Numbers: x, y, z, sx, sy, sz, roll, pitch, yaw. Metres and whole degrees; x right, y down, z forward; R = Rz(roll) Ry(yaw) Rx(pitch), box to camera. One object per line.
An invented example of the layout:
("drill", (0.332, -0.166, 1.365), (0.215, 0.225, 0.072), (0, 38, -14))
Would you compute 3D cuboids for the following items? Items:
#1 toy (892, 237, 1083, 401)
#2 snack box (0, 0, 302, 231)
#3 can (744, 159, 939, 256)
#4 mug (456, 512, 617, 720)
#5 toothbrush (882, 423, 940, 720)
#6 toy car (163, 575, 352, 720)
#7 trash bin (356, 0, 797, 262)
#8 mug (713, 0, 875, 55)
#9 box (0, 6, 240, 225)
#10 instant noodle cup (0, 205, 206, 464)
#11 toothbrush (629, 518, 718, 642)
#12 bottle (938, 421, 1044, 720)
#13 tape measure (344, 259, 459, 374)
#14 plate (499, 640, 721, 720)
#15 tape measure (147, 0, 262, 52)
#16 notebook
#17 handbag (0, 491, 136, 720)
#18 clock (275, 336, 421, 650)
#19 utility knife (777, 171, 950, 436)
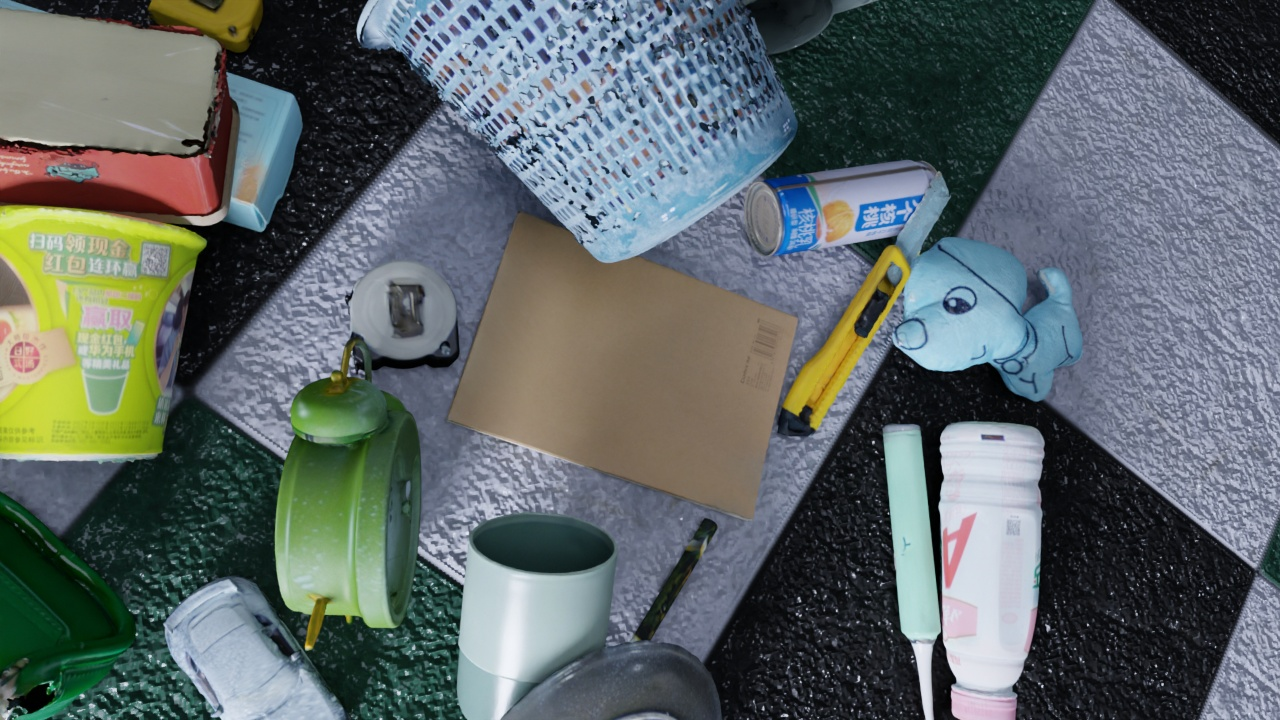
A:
("toy", (0.254, -0.035, 0.671), (0.161, 0.050, 0.156), (-39, 96, -21))
("snack box", (-0.294, -0.140, 0.531), (0.174, 0.052, 0.074), (17, 74, -13))
("can", (0.145, -0.109, 0.651), (0.134, 0.053, 0.053), (-11, 82, -18))
("mug", (-0.054, 0.148, 0.526), (0.082, 0.111, 0.106), (11, 103, 22))
("toothbrush", (0.189, 0.154, 0.627), (0.026, 0.027, 0.224), (12, 72, -55))
("toy car", (-0.209, 0.175, 0.504), (0.054, 0.037, 0.120), (-36, 94, -20))
("trash bin", (-0.018, -0.175, 0.549), (0.226, 0.227, 0.195), (-40, 105, -19))
("mug", (0.106, -0.289, 0.650), (0.124, 0.083, 0.103), (-13, 79, 15))
("box", (-0.294, -0.128, 0.451), (0.168, 0.077, 0.091), (2, 64, -16))
("instant noodle cup", (-0.293, -0.009, 0.483), (0.111, 0.112, 0.123), (2, 86, -16))
("toothbrush", (-0.001, 0.178, 0.572), (0.012, 0.017, 0.185), (34, 72, 0))
("bottle", (0.236, 0.142, 0.623), (0.068, 0.068, 0.196), (8, 81, -15))
("tape measure", (-0.146, -0.027, 0.562), (0.065, 0.034, 0.066), (-5, 81, -19))
("plate", (-0.021, 0.238, 0.502), (0.179, 0.024, 0.179), (-12, 113, -31))
("tape measure", (-0.266, -0.226, 0.569), (0.060, 0.029, 0.057), (20, 74, -12))
("notebook", (-0.004, 0.004, 0.609), (0.211, 0.012, 0.149), (20, 74, -12))
("handbag", (-0.320, 0.119, 0.438), (0.131, 0.120, 0.068), (45, 76, -6))
("clock", (-0.155, 0.068, 0.500), (0.056, 0.116, 0.161), (2, 81, -6))
("utility knife", (0.157, -0.037, 0.633), (0.033, 0.015, 0.215), (32, 88, -18))
